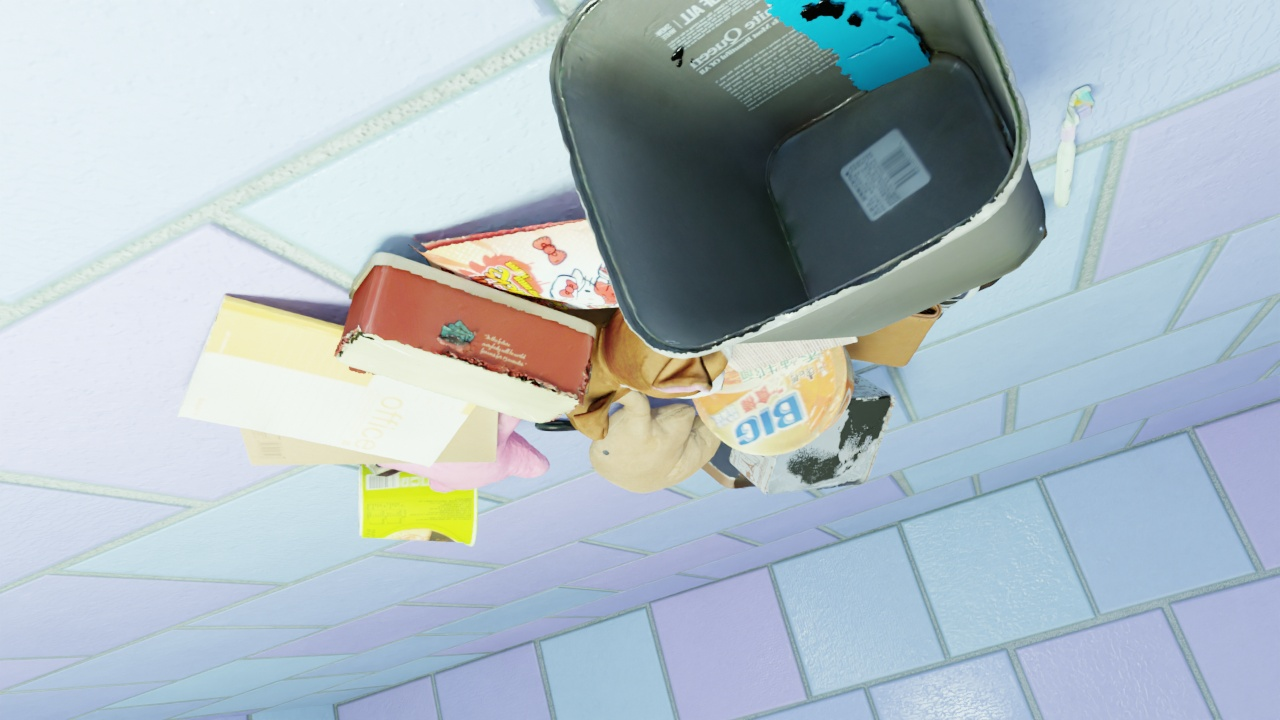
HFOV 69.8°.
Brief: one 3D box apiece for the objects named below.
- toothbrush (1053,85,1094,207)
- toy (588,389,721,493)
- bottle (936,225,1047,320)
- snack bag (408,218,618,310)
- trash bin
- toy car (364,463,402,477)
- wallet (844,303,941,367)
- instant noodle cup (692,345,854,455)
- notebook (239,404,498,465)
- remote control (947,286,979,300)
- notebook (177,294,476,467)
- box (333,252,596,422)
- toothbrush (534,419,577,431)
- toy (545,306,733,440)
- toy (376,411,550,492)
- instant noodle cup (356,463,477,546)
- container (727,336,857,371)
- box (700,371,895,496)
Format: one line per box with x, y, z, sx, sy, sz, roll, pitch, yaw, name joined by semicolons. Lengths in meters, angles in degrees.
0.351;-0.165;0.750;0.020;0.029;0.189;22;174;24;toothbrush
0.004;0.090;1.040;0.143;0.082;0.226;-41;150;11;toy
0.308;-0.086;0.885;0.080;0.044;0.195;-3;158;-11;bottle
-0.039;-0.068;0.634;0.208;0.073;0.128;-7;163;19;snack bag
0.104;-0.111;0.492;0.199;0.198;0.219;-26;165;29;trash bin
-0.241;0.091;0.946;0.091;0.035;0.042;-28;159;21;toy car
0.240;-0.032;0.949;0.108;0.031;0.132;8;158;5;wallet
0.136;0.016;0.888;0.152;0.151;0.111;-25;166;21;instant noodle cup
-0.224;0.043;0.757;0.211;0.012;0.150;0;140;-10;notebook
0.233;-0.070;0.843;0.150;0.021;0.058;-1;159;11;remote control
-0.233;0.024;0.712;0.206;0.010;0.146;17;135;-29;notebook
-0.124;-0.003;0.649;0.168;0.077;0.092;19;157;-25;box
-0.048;0.075;1.071;0.180;0.015;0.018;2;146;-41;toothbrush
0.005;-0.004;0.727;0.130;0.139;0.200;29;148;-27;toy
-0.185;0.073;0.868;0.178;0.074;0.195;-8;147;3;toy
-0.248;0.151;1.009;0.123;0.111;0.112;0;155;-18;instant noodle cup
0.114;-0.048;0.780;0.111;0.089;0.090;-19;159;15;container
0.179;0.073;1.152;0.180;0.205;0.158;-2;112;-31;box
